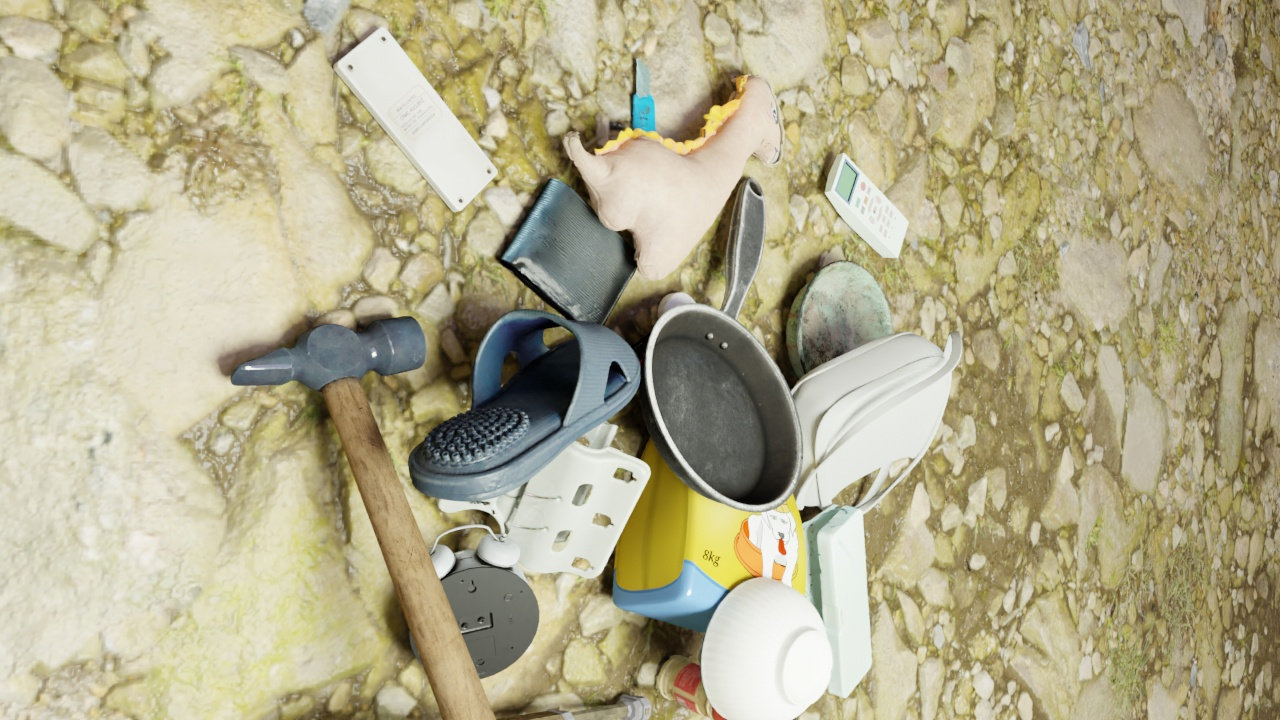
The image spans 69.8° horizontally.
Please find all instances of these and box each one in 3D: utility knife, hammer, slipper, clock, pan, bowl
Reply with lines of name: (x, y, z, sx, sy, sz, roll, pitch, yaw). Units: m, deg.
utility knife: (0.003, -0.182, 0.827, 0.031, 0.015, 0.178, -1, 89, -44)
hammer: (-0.156, 0.121, 0.596, 0.129, 0.040, 0.321, -14, 72, -39)
hammer: (-0.096, 0.278, 0.684, 0.316, 0.147, 0.028, 14, 75, -49)
slipper: (-0.072, 0.009, 0.650, 0.262, 0.101, 0.083, -45, 137, -61)
clock: (-0.125, 0.176, 0.677, 0.094, 0.035, 0.123, -9, 110, -17)
pan: (0.080, -0.029, 0.824, 0.187, 0.055, 0.355, 31, 47, -29)
bowl: (0.111, 0.238, 0.732, 0.118, 0.062, 0.118, -1, 91, -38)
bowl: (0.205, -0.026, 0.972, 0.157, 0.039, 0.157, 1, 89, -39)

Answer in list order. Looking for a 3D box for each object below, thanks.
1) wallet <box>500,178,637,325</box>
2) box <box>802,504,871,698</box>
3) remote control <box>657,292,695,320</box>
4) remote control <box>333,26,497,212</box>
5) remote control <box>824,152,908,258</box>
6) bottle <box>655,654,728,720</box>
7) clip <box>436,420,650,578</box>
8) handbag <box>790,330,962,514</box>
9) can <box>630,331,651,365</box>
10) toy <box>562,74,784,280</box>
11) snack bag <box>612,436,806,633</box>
wallet: (-0.055, -0.084, 0.770, 0.115, 0.026, 0.089, 40, 67, -31)
box: (0.203, 0.244, 0.937, 0.083, 0.066, 0.199, -18, 113, -21)
remote control: (0.061, -0.008, 0.871, 0.136, 0.013, 0.043, 52, 60, -26)
remote control: (-0.166, -0.179, 0.691, 0.136, 0.011, 0.050, 52, 60, -26)
remote control: (0.249, -0.167, 1.019, 0.143, 0.024, 0.049, 34, 69, -36)
bottle: (0.060, 0.292, 0.803, 0.044, 0.109, 0.044, -1, 92, -36)
clip: (-0.079, 0.092, 0.707, 0.152, 0.096, 0.126, 22, 117, -2)
handbag: (0.241, 0.085, 0.934, 0.215, 0.095, 0.223, -24, 134, -17)
can: (-0.005, 0.005, 0.805, 0.080, 0.032, 0.031, -38, 112, -33)
toy: (0.046, -0.194, 0.812, 0.263, 0.065, 0.196, -57, 132, -28)
snack bag: (0.069, 0.135, 0.829, 0.159, 0.102, 0.204, 27, 58, -36)
